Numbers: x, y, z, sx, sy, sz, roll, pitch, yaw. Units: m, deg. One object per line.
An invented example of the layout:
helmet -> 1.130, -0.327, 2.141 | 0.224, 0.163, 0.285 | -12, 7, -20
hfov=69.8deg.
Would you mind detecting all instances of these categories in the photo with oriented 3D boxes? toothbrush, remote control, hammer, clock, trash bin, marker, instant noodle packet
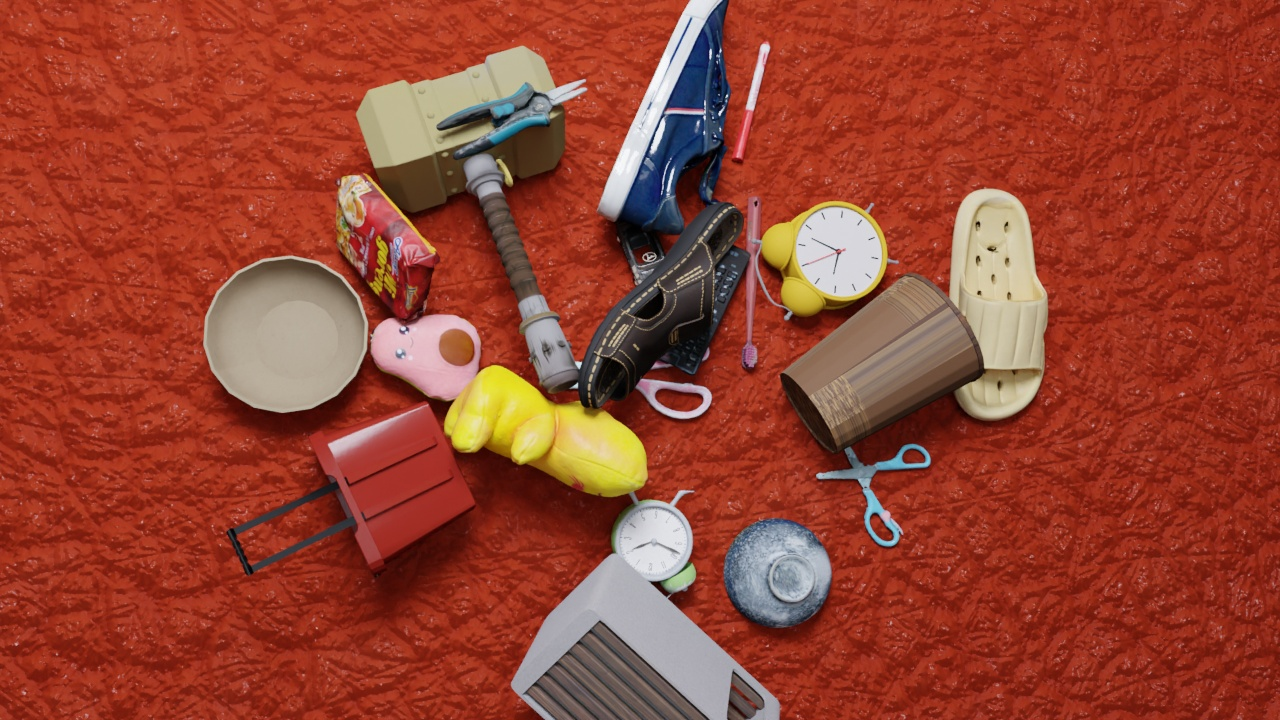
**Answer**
toothbrush -> 0.121, -0.085, 0.994 | 0.016, 0.016, 0.189 | 4, 84, -7
remote control -> 0.067, -0.057, 0.975 | 0.047, 0.022, 0.150 | 27, 76, 0
hammer -> -0.132, -0.121, 0.890 | 0.190, 0.101, 0.324 | -20, 76, -10
clock -> 0.196, -0.110, 0.991 | 0.151, 0.052, 0.113 | -22, 87, -13
trash bin -> 0.011, 0.317, 0.867 | 0.229, 0.114, 0.115 | 43, 106, -2
marker -> 0.124, -0.288, 1.019 | 0.013, 0.013, 0.142 | 15, 82, -6
instant noodle packet -> -0.250, -0.109, 0.893 | 0.039, 0.099, 0.135 | -28, 68, -39
clock -> 0.012, 0.191, 0.937 | 0.094, 0.042, 0.119 | 5, 83, -6

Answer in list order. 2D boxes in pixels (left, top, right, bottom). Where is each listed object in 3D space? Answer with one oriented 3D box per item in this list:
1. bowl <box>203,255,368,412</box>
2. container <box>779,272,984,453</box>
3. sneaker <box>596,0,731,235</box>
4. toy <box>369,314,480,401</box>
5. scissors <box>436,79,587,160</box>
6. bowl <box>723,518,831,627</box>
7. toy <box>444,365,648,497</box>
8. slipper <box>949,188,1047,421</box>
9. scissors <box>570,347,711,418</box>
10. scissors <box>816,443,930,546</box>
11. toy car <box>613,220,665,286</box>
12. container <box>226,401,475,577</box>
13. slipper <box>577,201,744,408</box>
bowl -> -0.343, -0.023, 0.906 | 0.152, 0.050, 0.152 | 1, 84, -8
container -> 0.242, 0.009, 0.951 | 0.167, 0.132, 0.132 | -33, 89, -4
sneaker -> 0.061, -0.257, 0.959 | 0.127, 0.121, 0.294 | 21, 74, -6
toy -> -0.217, -0.006, 0.921 | 0.110, 0.051, 0.090 | 9, 78, -5
scissors -> -0.123, -0.235, 0.860 | 0.142, 0.019, 0.127 | 15, 73, -2
bowl -> 0.148, 0.221, 0.944 | 0.114, 0.061, 0.114 | 1, 84, -9
toy -> -0.089, 0.070, 0.890 | 0.194, 0.134, 0.087 | 21, 84, -10
slipper -> 0.400, -0.066, 1.002 | 0.111, 0.079, 0.261 | 1, 83, -11
scissors -> -0.009, 0.029, 0.965 | 0.178, 0.016, 0.103 | -10, 84, -10
scissors -> 0.262, 0.128, 0.994 | 0.133, 0.015, 0.135 | -30, 94, -11
toy car -> 0.004, -0.116, 0.971 | 0.040, 0.037, 0.092 | -21, 87, -10
container -> -0.272, 0.133, 0.861 | 0.200, 0.127, 0.148 | -25, 88, -20
slipper -> 0.033, -0.049, 0.896 | 0.076, 0.113, 0.267 | 31, 66, 20
